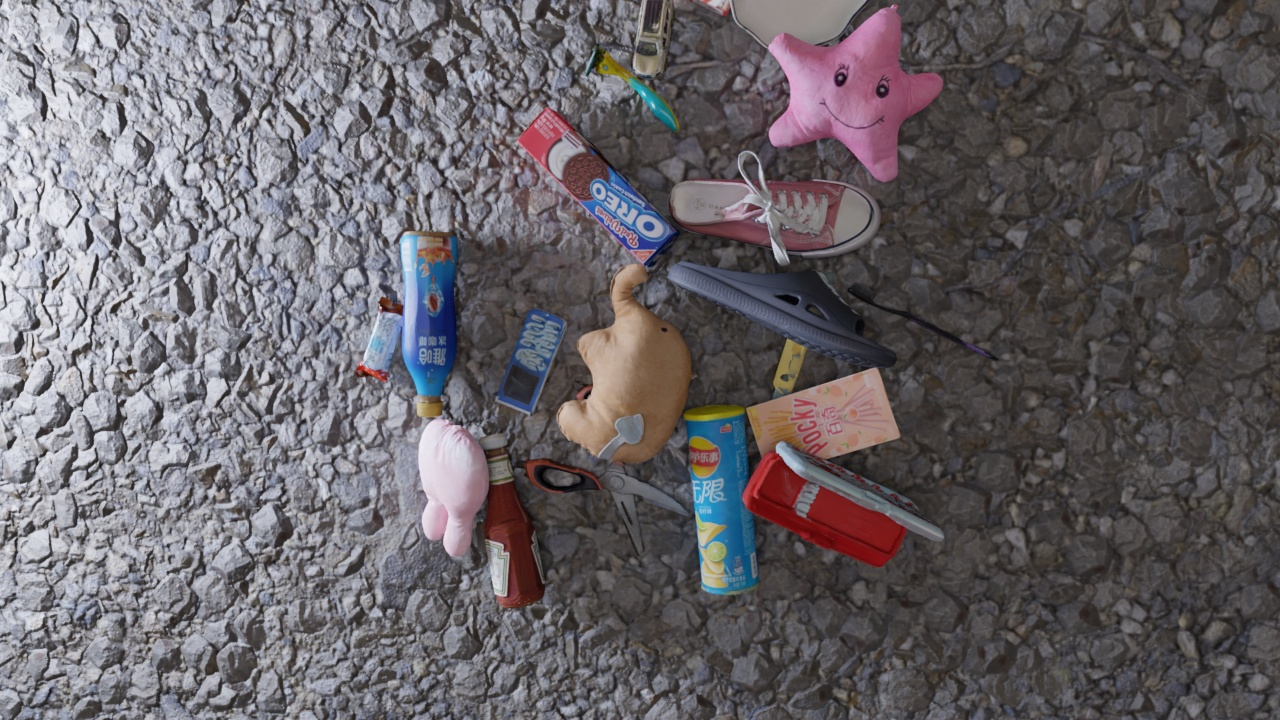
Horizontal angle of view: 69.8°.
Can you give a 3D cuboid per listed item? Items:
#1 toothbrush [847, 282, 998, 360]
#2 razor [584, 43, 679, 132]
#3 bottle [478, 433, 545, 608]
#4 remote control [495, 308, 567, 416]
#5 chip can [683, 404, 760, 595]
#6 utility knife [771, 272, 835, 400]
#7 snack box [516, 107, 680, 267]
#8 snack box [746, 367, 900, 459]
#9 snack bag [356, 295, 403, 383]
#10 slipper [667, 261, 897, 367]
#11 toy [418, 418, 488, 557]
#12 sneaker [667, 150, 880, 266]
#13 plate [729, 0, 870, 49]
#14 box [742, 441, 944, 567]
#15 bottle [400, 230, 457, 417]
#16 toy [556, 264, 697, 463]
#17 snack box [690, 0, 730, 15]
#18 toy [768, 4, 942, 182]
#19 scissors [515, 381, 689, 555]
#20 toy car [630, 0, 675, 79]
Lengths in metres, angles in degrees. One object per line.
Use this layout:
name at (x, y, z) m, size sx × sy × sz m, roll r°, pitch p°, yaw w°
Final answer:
toothbrush at (0.325, -0.044, 1.051) m, size 0.189 × 0.014 × 0.016 m, roll 26°, pitch 85°, yaw 3°
razor at (-0.005, -0.308, 1.052) m, size 0.132 × 0.043 × 0.028 m, roll 39°, pitch 57°, yaw -1°
bottle at (-0.160, 0.191, 1.105) m, size 0.060 × 0.059 × 0.206 m, roll -10°, pitch 90°, yaw 7°
remote control at (-0.130, 0.001, 1.098) m, size 0.049 × 0.024 × 0.125 m, roll 23°, pitch 96°, yaw 4°
chip can at (0.095, 0.160, 1.066) m, size 0.071 × 0.071 × 0.210 m, roll -5°, pitch 96°, yaw 6°
utility knife at (0.185, -0.020, 1.070) m, size 0.031 × 0.019 × 0.179 m, roll 19°, pitch 102°, yaw 10°
snack box at (-0.045, -0.197, 1.053) m, size 0.207 × 0.058 × 0.057 m, roll 45°, pitch 101°, yaw 0°
snack box at (0.208, 0.071, 1.052) m, size 0.157 × 0.026 × 0.084 m, roll -19°, pitch 88°, yaw 11°
snack bag at (-0.313, -0.023, 1.114) m, size 0.045 × 0.026 × 0.105 m, roll 21°, pitch 97°, yaw 13°
slipper at (0.162, -0.070, 1.010) m, size 0.268 × 0.110 × 0.083 m, roll 24°, pitch 93°, yaw 14°
toy at (-0.227, 0.150, 1.095) m, size 0.121 × 0.054 × 0.160 m, roll 25°, pitch 112°, yaw 41°
sneaker at (0.147, -0.165, 1.020) m, size 0.241 × 0.087 × 0.118 m, roll 8°, pitch 96°, yaw 6°
plate at (0.160, -0.472, 0.994) m, size 0.162 × 0.034 × 0.266 m, roll -13°, pitch 104°, yaw -4°
box at (0.222, 0.171, 1.013) m, size 0.201 × 0.100 × 0.095 m, roll 26°, pitch 96°, yaw -15°
bottle at (-0.249, -0.043, 1.086) m, size 0.065 × 0.065 × 0.219 m, roll 1°, pitch 96°, yaw 6°
toy at (-0.006, 0.006, 1.057) m, size 0.143 × 0.082 × 0.225 m, roll 15°, pitch 82°, yaw -5°
snack box at (0.095, -0.473, 1.026) m, size 0.075 × 0.025 × 0.153 m, roll 26°, pitch 98°, yaw 2°
toy at (0.227, -0.301, 0.997) m, size 0.194 × 0.074 × 0.179 m, roll 19°, pitch 111°, yaw -6°
scissors at (-0.040, 0.130, 1.107) m, size 0.225 × 0.015 × 0.189 m, roll 15°, pitch 97°, yaw 4°
toy car at (0.013, -0.367, 1.042) m, size 0.042 × 0.035 × 0.090 m, roll 10°, pitch 99°, yaw 7°
